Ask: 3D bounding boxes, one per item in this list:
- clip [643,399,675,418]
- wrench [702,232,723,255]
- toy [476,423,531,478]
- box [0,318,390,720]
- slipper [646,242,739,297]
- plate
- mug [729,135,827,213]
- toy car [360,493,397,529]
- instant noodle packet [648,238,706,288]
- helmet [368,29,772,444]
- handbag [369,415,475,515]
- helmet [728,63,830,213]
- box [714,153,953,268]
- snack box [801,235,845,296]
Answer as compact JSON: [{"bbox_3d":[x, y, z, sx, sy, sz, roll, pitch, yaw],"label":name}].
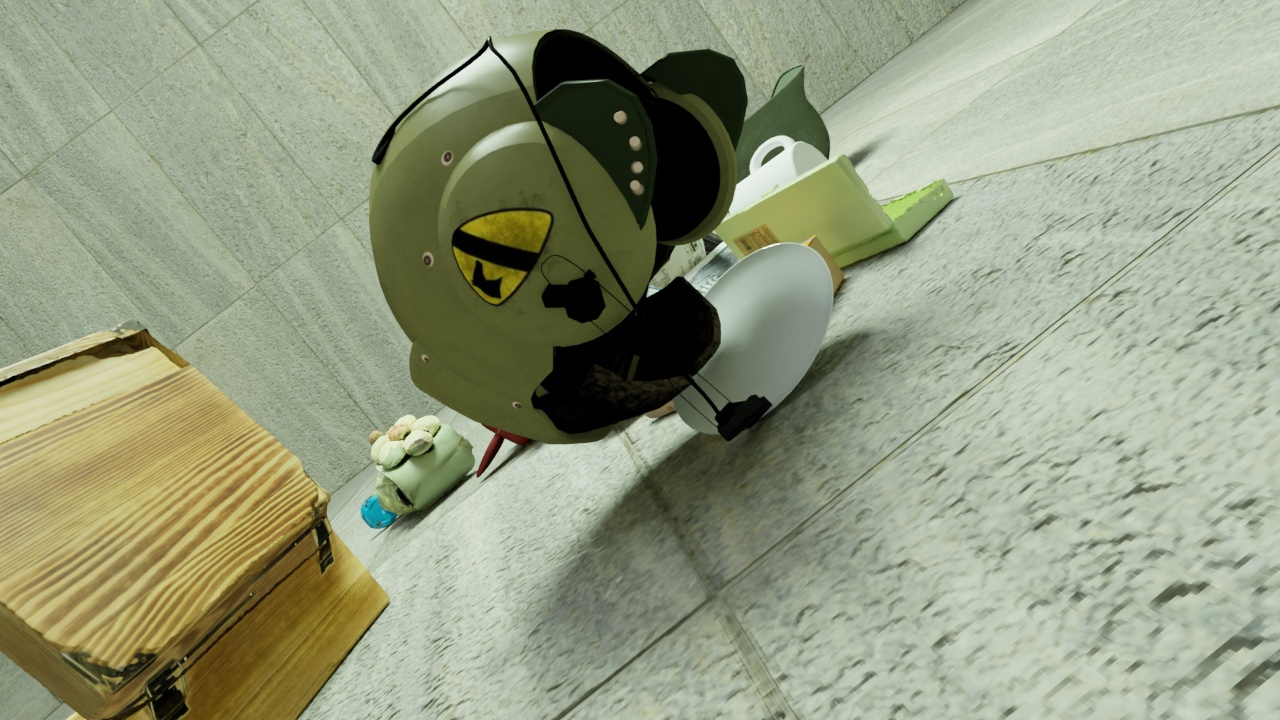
[{"bbox_3d":[0.024,0.024,0.708,0.049,0.026,0.061,-38,9,-11],"label":"clip"},{"bbox_3d":[0.075,-0.124,0.985,0.070,0.010,0.272,-43,-18,19],"label":"wrench"},{"bbox_3d":[-0.140,0.027,1.087,0.159,0.120,0.196,-63,-3,34],"label":"toy"},{"bbox_3d":[-0.399,0.166,0.678,0.287,0.336,0.278,-33,7,18],"label":"box"},{"bbox_3d":[0.033,-0.051,0.837,0.263,0.063,0.111,-38,36,-23],"label":"slipper"},{"bbox_3d":[0.070,-0.013,0.579,0.135,0.011,0.134,-35,38,34],"label":"plate"},{"bbox_3d":[0.153,-0.184,0.985,0.091,0.121,0.090,5,-28,-45],"label":"mug"},{"bbox_3d":[-0.338,0.190,1.275,0.105,0.048,0.032,-40,12,-27],"label":"toy car"},{"bbox_3d":[0.039,-0.070,0.942,0.087,0.026,0.134,-39,-32,-12],"label":"instant noodle packet"},{"bbox_3d":[-0.036,-0.062,0.544,0.233,0.255,0.249,-30,10,29],"label":"helmet"},{"bbox_3d":[-0.298,0.131,1.179,0.113,0.117,0.187,-42,11,-28],"label":"handbag"},{"bbox_3d":[0.181,-0.293,1.343,0.226,0.154,0.268,-44,14,-13],"label":"helmet"},{"bbox_3d":[0.155,-0.119,0.753,0.082,0.098,0.188,-42,12,-23],"label":"box"},{"bbox_3d":[0.090,-0.033,0.677,0.088,0.040,0.125,-32,10,37],"label":"snack box"}]
